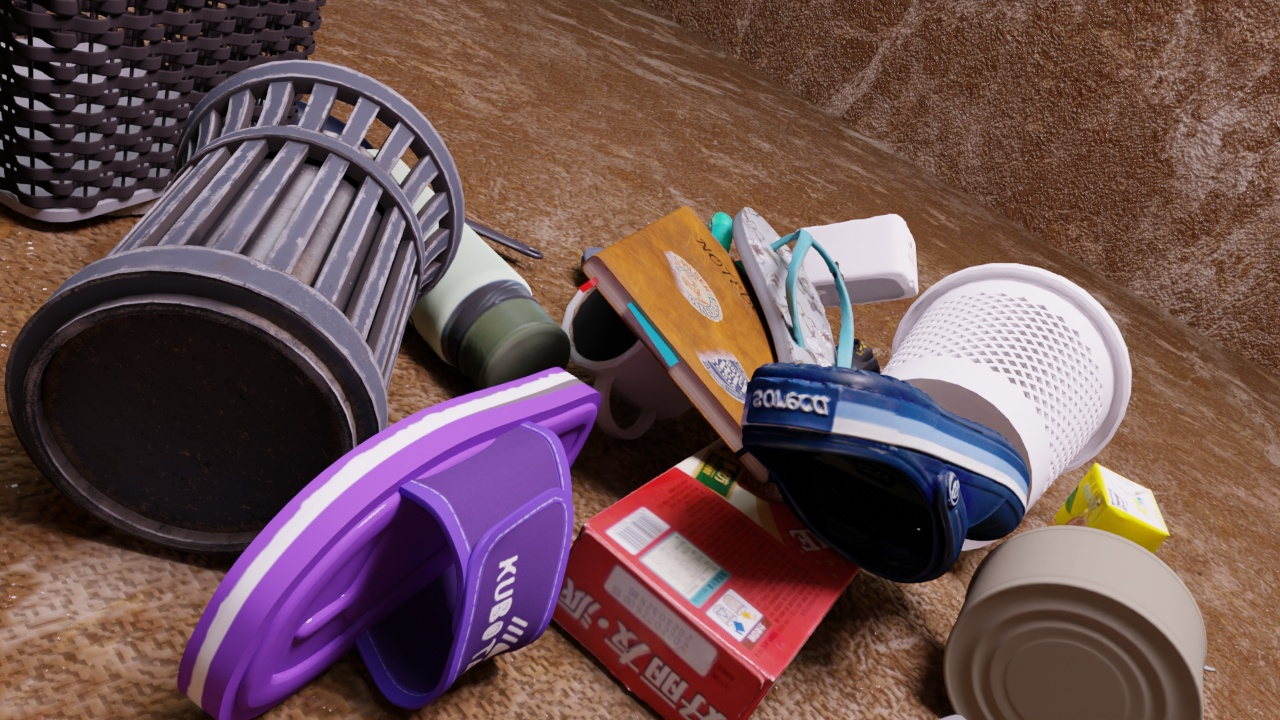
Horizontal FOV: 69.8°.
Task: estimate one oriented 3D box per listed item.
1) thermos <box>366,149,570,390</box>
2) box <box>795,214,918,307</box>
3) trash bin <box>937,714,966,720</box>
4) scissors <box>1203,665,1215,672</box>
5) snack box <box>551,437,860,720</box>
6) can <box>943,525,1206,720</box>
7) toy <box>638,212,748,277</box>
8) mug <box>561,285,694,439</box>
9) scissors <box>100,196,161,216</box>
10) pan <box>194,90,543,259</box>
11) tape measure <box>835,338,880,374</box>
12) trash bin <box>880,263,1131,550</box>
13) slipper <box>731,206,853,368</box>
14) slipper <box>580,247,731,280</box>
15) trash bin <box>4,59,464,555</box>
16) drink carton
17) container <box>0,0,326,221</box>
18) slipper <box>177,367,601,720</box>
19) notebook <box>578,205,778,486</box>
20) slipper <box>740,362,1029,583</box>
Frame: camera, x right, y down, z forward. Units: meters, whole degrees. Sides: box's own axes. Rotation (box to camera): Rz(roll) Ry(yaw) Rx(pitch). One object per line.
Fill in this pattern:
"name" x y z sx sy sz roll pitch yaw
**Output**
"thermos" -0.135 -0.060 0.636 0.082 0.082 0.231 -4 38 -48
"box" 0.185 -0.047 0.831 0.129 0.136 0.108 -7 -14 23
"trash bin" 0.107 0.239 0.275 0.191 0.098 0.220 4 32 -40
"scissors" 0.358 0.195 0.696 0.124 0.019 0.156 -6 39 -48
"snack box" 0.060 0.108 0.521 0.113 0.060 0.235 36 26 18
"can" 0.239 0.165 0.508 0.128 0.128 0.073 36 28 18
"toy" 0.059 -0.063 0.763 0.193 0.130 0.072 3 -1 -37
"mug" -0.004 0.004 0.630 0.074 0.105 0.089 2 -23 32
"scissors" -0.297 -0.106 0.627 0.162 0.013 0.158 12 36 -20
"pan" -0.249 -0.158 0.780 0.356 0.021 0.198 24 25 -5
"tape measure" 0.176 0.018 0.798 0.042 0.072 0.071 42 0 20
"trash bin" 0.261 0.043 0.720 0.195 0.196 0.199 36 36 19
"slipper" 0.131 -0.033 0.681 0.098 0.055 0.268 37 29 -34
"slipper" 0.072 -0.075 0.862 0.263 0.083 0.101 17 26 -24
"trash bin" -0.180 -0.032 0.448 0.164 0.165 0.227 19 30 -16
"drink carton" 0.270 0.137 0.583 0.043 0.135 0.058 27 27 7
"container" -0.359 -0.265 0.579 0.247 0.244 0.244 28 31 9
"slipper" -0.065 0.079 0.412 0.084 0.107 0.265 32 21 11
"notebook" 0.056 -0.017 0.609 0.178 0.014 0.248 50 22 -3
"slipper" 0.128 0.068 0.491 0.105 0.095 0.252 0 -17 38
